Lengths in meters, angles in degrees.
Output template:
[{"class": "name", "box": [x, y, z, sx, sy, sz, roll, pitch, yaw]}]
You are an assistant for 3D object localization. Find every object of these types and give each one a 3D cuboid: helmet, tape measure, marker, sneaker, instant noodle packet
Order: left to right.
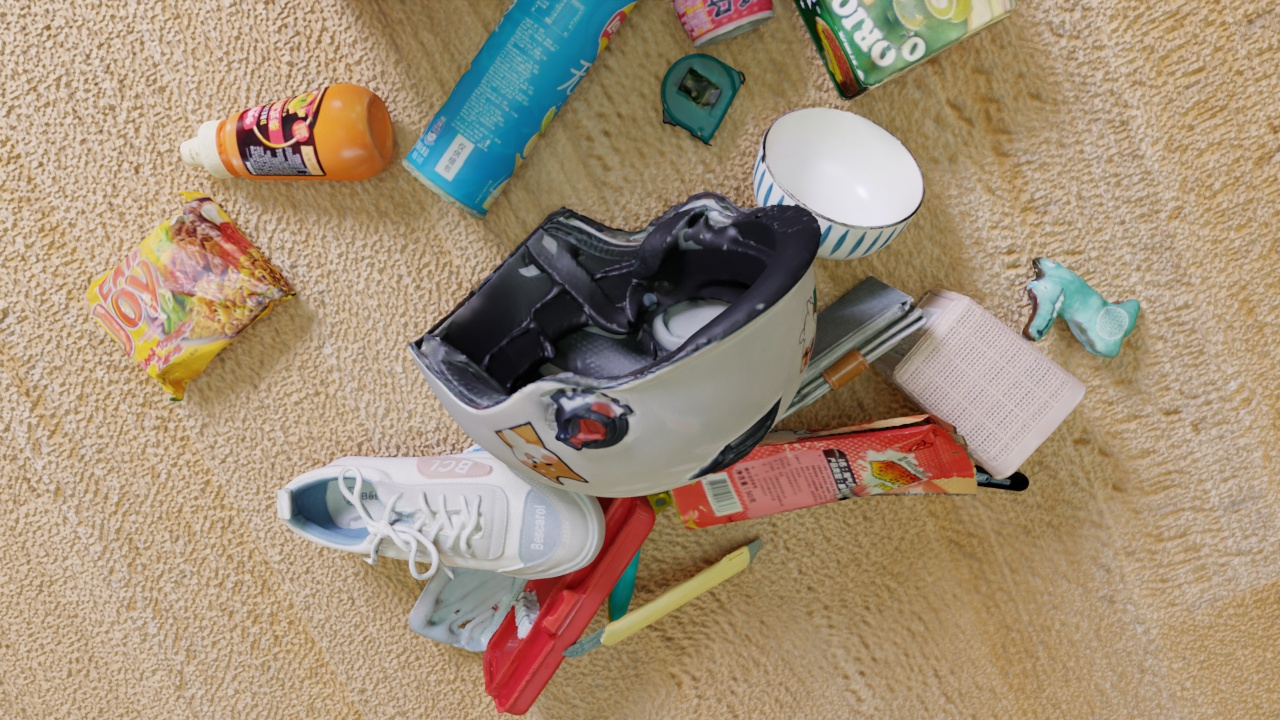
[{"class": "instant noodle packet", "box": [-0.338, -0.048, 0.678, 0.128, 0.044, 0.111, -40, 95, 8]}, {"class": "sneaker", "box": [-0.147, 0.106, 0.648, 0.242, 0.090, 0.089, 3, 88, 19]}, {"class": "helmet", "box": [-0.004, 0.003, 0.602, 0.275, 0.229, 0.157, -1, 125, 29]}, {"class": "tape measure", "box": [0.041, -0.191, 0.659, 0.054, 0.025, 0.058, 27, 100, -7]}, {"class": "marker", "box": [0.248, 0.089, 0.726, 0.124, 0.015, 0.018, 9, 105, -4]}]

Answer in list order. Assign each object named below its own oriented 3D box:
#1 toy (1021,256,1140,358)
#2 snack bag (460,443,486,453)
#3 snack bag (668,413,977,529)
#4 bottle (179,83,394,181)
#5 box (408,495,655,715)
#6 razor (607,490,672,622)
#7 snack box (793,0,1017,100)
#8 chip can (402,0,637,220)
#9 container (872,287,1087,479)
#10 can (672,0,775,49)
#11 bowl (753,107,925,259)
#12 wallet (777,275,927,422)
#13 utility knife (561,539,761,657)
[{"class": "toy", "box": [0.323, -0.036, 0.684, 0.092, 0.030, 0.096, 40, 64, 1]}, {"class": "snack bag", "box": [-0.101, 0.058, 0.711, 0.045, 0.026, 0.105, 40, 100, -10]}, {"class": "snack bag", "box": [0.125, 0.077, 0.653, 0.208, 0.128, 0.073, -9, 61, 22]}, {"class": "bottle", "box": [-0.254, -0.155, 0.649, 0.149, 0.066, 0.067, -5, 102, 7]}, {"class": "box", "box": [-0.086, 0.159, 0.691, 0.100, 0.094, 0.201, 27, 102, -26]}, {"class": "razor", "box": [-0.001, 0.152, 0.730, 0.043, 0.028, 0.132, 14, 100, -32]}, {"class": "snack box", "box": [0.139, -0.307, 0.603, 0.114, 0.063, 0.240, -28, 97, 0]}, {"class": "chip can", "box": [-0.077, -0.202, 0.633, 0.071, 0.071, 0.210, 36, 100, -8]}, {"class": "container", "box": [0.241, 0.012, 0.674, 0.111, 0.090, 0.090, 39, 99, -5]}, {"class": "can", "box": [0.049, -0.268, 0.621, 0.066, 0.066, 0.094, -20, 101, 3]}, {"class": "bowl", "box": [0.131, -0.115, 0.644, 0.116, 0.116, 0.066, 15, 144, -4]}, {"class": "wallet", "box": [0.135, -0.004, 0.658, 0.130, 0.106, 0.037, -37, 103, 6]}, {"class": "utility knife", "box": [0.021, 0.187, 0.708, 0.182, 0.019, 0.031, -27, 134, -27]}]
